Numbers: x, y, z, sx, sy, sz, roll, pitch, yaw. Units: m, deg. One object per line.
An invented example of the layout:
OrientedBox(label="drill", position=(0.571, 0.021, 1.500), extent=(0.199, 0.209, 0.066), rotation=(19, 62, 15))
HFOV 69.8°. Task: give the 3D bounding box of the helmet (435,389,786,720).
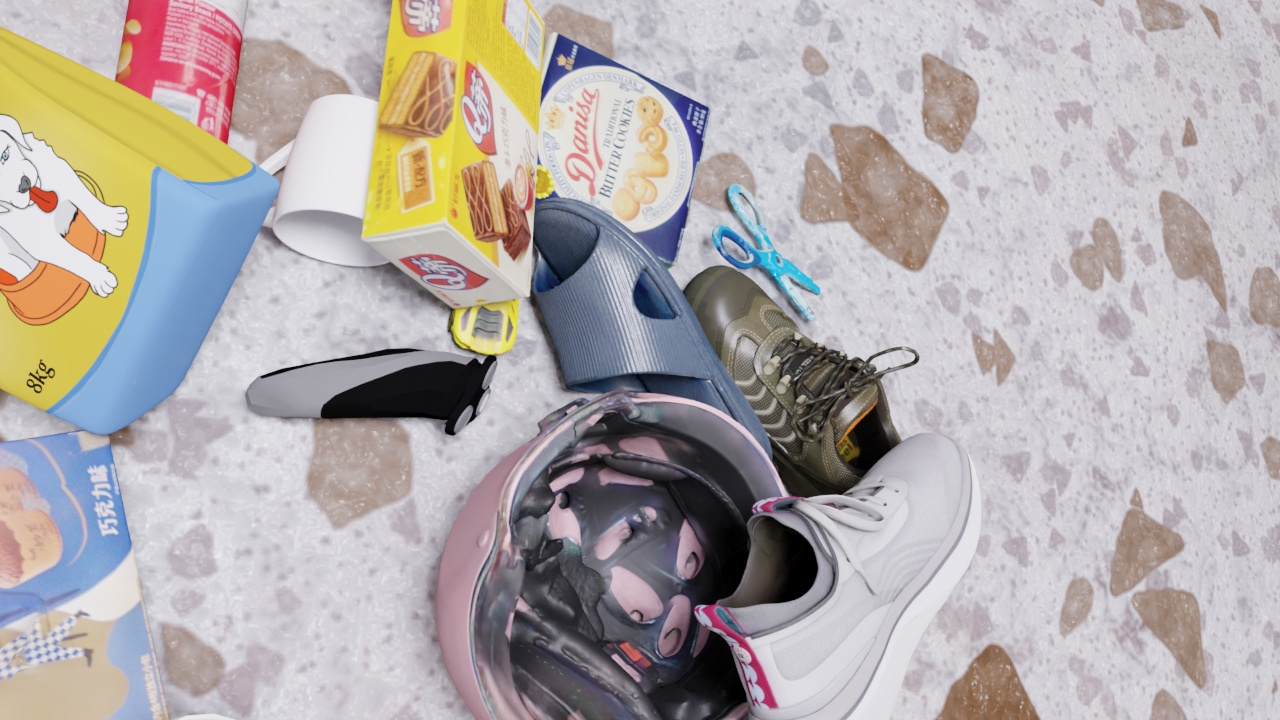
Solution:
OrientedBox(label="helmet", position=(-0.017, 0.144, 0.592), extent=(0.230, 0.153, 0.254), rotation=(51, 54, -11))

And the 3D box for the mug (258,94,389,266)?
OrientedBox(label="mug", position=(-0.209, -0.119, 0.608), extent=(0.114, 0.081, 0.087), rotation=(1, 70, 6))

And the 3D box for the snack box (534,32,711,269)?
OrientedBox(label="snack box", position=(-0.027, -0.157, 0.715), extent=(0.145, 0.043, 0.144), rotation=(20, 72, -21))

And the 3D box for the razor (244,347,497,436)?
OrientedBox(label="razor", position=(-0.174, 0.019, 0.602), extent=(0.156, 0.057, 0.060), rotation=(5, 48, -17))

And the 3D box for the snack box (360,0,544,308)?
OrientedBox(label="snack box", position=(-0.118, -0.162, 0.615), extent=(0.110, 0.062, 0.230), rotation=(44, 43, -61))

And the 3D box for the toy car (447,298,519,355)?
OrientedBox(label="toy car", position=(-0.108, -0.055, 0.662), extent=(0.049, 0.030, 0.106), rotation=(10, 73, -23))

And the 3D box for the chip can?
OrientedBox(label="chip can", position=(-0.289, -0.221, 0.587), extent=(0.073, 0.073, 0.232), rotation=(8, 76, -24))

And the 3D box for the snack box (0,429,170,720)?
OrientedBox(label="snack box", position=(-0.338, 0.148, 0.457), extent=(0.154, 0.069, 0.202), rotation=(-9, 82, -48))

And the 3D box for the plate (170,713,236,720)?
OrientedBox(label="plate", position=(-0.254, 0.282, 0.474), extent=(0.186, 0.016, 0.187), rotation=(-47, 136, -26))

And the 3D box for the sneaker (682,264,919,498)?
OrientedBox(label="sneaker", position=(0.129, 0.023, 0.695), extent=(0.100, 0.143, 0.238), rotation=(-43, 98, -26))

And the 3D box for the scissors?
OrientedBox(label="scissors", position=(0.105, -0.080, 0.764), extent=(0.140, 0.013, 0.114), rotation=(56, 39, -8))

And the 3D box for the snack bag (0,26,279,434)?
OrientedBox(label="snack bag", position=(-0.327, -0.082, 0.489), extent=(0.205, 0.102, 0.159), rotation=(32, 107, -9))

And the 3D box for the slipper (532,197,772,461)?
OrientedBox(label="slipper", position=(-0.004, 0.004, 0.656), extent=(0.263, 0.101, 0.082), rotation=(53, 53, -12))

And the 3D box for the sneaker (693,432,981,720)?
OrientedBox(label="sneaker", position=(0.125, 0.113, 0.569), extent=(0.262, 0.097, 0.129), rotation=(-46, 112, -37))
